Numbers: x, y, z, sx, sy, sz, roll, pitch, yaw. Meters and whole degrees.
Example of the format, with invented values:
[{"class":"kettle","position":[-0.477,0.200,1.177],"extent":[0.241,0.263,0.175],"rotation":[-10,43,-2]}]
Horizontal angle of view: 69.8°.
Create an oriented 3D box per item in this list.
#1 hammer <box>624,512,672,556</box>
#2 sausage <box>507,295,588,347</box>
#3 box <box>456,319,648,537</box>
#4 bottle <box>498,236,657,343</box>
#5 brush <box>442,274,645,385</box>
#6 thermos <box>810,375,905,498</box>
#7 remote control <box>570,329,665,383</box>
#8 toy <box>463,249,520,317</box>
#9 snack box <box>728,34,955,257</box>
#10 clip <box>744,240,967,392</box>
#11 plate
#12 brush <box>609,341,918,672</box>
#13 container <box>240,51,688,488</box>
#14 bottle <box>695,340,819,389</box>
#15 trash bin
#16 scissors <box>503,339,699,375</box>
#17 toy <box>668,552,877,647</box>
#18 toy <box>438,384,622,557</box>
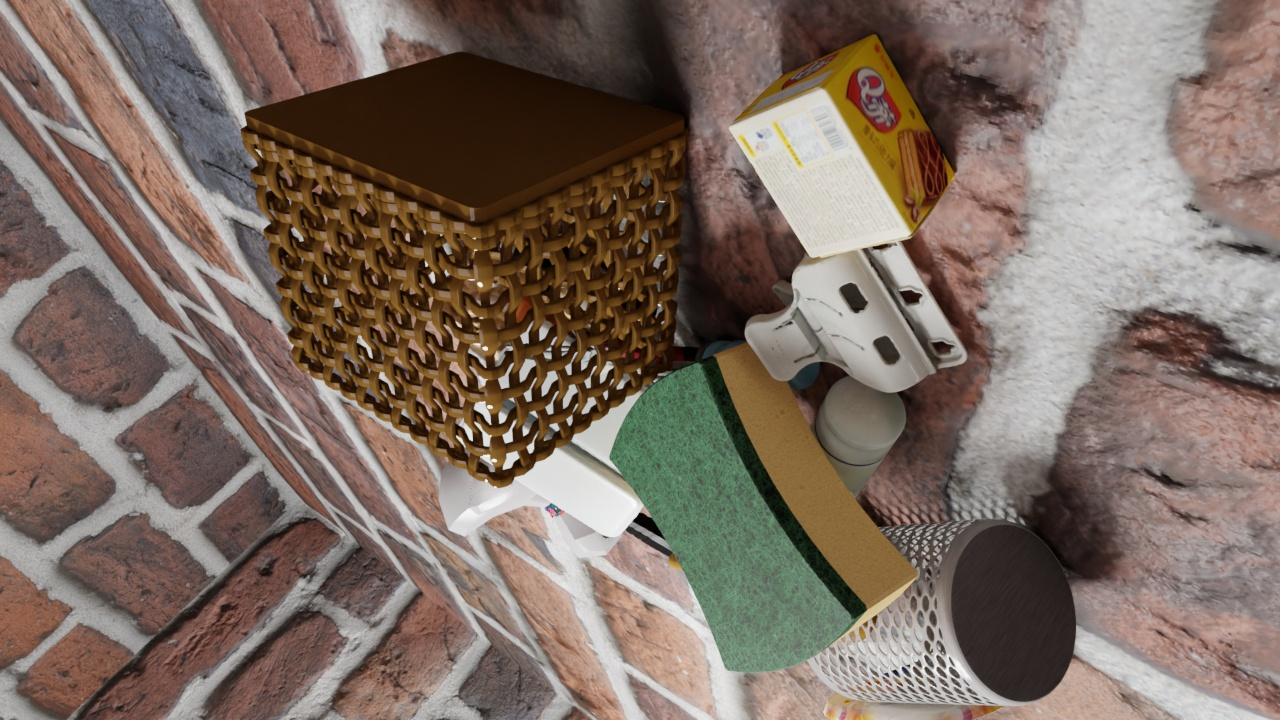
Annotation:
[{"class":"hammer","position":[0.071,0.243,1.120],"extent":[0.328,0.039,0.131],"rotation":[30,151,-1]},{"class":"sausage","position":[-0.062,-0.021,0.932],"extent":[0.164,0.044,0.039],"rotation":[31,174,-16]},{"class":"box","position":[-0.070,0.075,0.928],"extent":[0.210,0.061,0.193],"rotation":[35,125,-4]},{"class":"bottle","position":[-0.072,-0.078,0.888],"extent":[0.182,0.059,0.059],"rotation":[34,152,15]},{"class":"brush","position":[-0.108,-0.009,1.010],"extent":[0.271,0.083,0.057],"rotation":[35,153,16]},{"class":"thermos","position":[0.169,0.097,0.816],"extent":[0.068,0.067,0.231],"rotation":[35,152,14]},{"class":"remote control","position":[-0.005,0.005,0.904],"extent":[0.146,0.008,0.045],"rotation":[30,-173,-24]},{"class":"toy","position":[-0.124,-0.074,0.969],"extent":[0.106,0.085,0.074],"rotation":[23,117,-8]},{"class":"snack box","position":[0.123,-0.126,0.559],"extent":[0.106,0.061,0.084],"rotation":[53,151,-20]},{"class":"clip","position":[0.149,-0.032,0.671],"extent":[0.144,0.074,0.125],"rotation":[-13,118,47]},{"class":"plate","position":[0.286,0.315,0.887],"extent":[0.187,0.186,0.016],"rotation":[-30,71,62]},{"class":"brush","position":[0.089,0.124,0.768],"extent":[0.250,0.075,0.196],"rotation":[60,146,14]},{"class":"container","position":[-0.127,-0.088,0.718],"extent":[0.252,0.218,0.214],"rotation":[25,131,30]},{"class":"bottle","position":[0.096,0.002,0.804],"extent":[0.130,0.040,0.040],"rotation":[3,133,51]},{"class":"trash bin","position":[0.251,0.216,0.789],"extent":[0.156,0.156,0.184],"rotation":[47,150,-8]},{"class":"scissors","position":[-0.023,-0.006,0.841],"extent":[0.147,0.015,0.187],"rotation":[-25,148,28]},{"class":"toy","position":[0.156,0.226,0.959],"extent":[0.204,0.162,0.199],"rotation":[11,100,43]},{"class":"toy","position":[-0.139,0.149,1.182],"extent":[0.267,0.246,0.141],"rotation":[63,173,-2]}]
